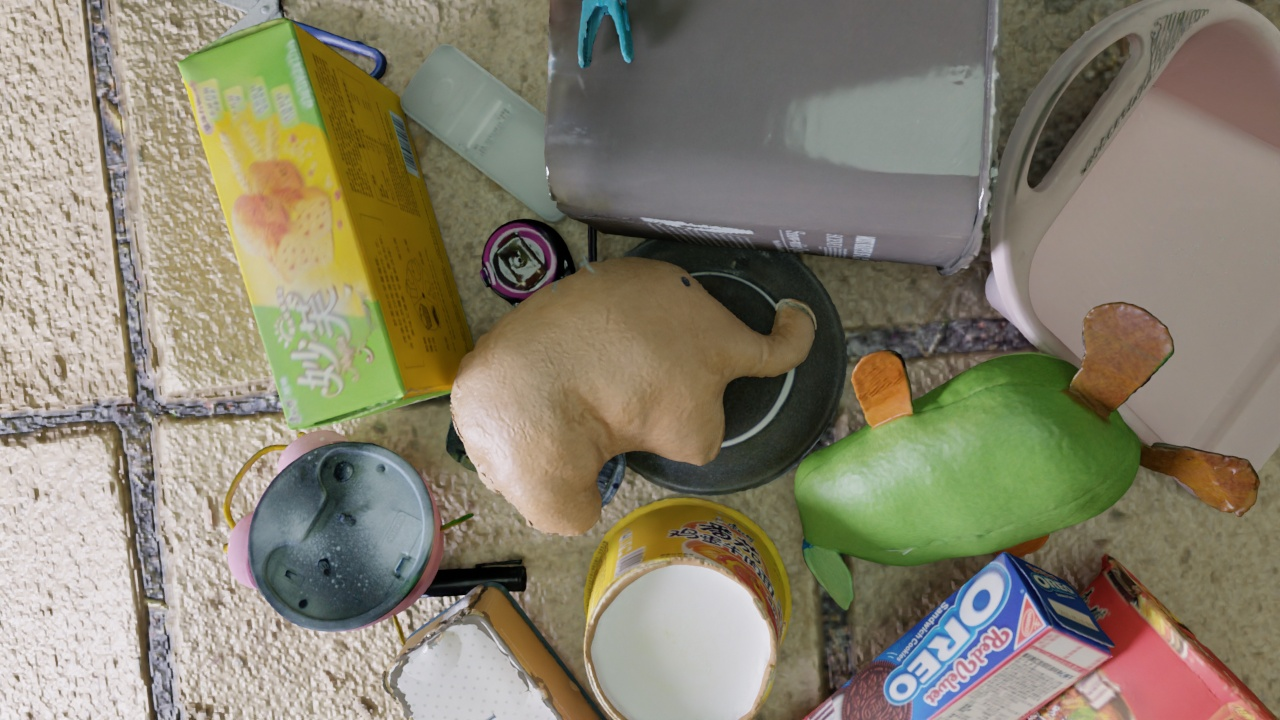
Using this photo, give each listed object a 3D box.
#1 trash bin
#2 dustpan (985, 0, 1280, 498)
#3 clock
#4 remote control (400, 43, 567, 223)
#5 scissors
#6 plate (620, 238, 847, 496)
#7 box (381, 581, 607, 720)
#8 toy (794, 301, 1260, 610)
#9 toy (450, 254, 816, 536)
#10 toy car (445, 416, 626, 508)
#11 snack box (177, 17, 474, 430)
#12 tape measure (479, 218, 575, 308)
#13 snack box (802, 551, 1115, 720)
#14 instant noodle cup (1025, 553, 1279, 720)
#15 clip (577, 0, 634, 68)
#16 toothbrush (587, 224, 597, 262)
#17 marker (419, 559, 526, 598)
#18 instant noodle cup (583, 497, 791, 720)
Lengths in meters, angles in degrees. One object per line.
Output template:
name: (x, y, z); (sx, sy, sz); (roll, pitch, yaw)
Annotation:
trash bin: (0.074, -0.149, 0.511); (0.220, 0.199, 0.198); (1, 90, 12)
dustpan: (0.316, -0.060, 0.509); (0.273, 0.138, 0.222); (32, 94, 5)
clock: (-0.200, 0.108, 0.593); (0.158, 0.060, 0.117); (24, 74, 11)
remote control: (-0.092, -0.150, 0.607); (0.136, 0.020, 0.056); (37, 96, 1)
scissors: (-0.242, -0.241, 0.625); (0.176, 0.012, 0.162); (34, 96, 5)
plate: (0.044, 0.000, 0.596); (0.179, 0.024, 0.179); (0, 91, 6)
box: (-0.078, 0.239, 0.592); (0.090, 0.059, 0.184); (-33, 97, 6)
toy: (0.189, 0.059, 0.518); (0.247, 0.089, 0.227); (-24, 126, 33)
toy: (-0.003, 0.003, 0.547); (0.226, 0.082, 0.143); (-30, 101, -2)
toy car: (-0.068, 0.058, 0.603); (0.120, 0.036, 0.054); (20, 93, 4)
snack box: (-0.174, -0.072, 0.549); (0.070, 0.157, 0.210); (-16, 90, 6)
tape measure: (-0.074, -0.063, 0.598); (0.057, 0.039, 0.058); (-40, 87, 6)
snack box: (0.168, 0.200, 0.534); (0.058, 0.057, 0.208); (28, 117, -25)
instant noodle cup: (0.283, 0.202, 0.527); (0.138, 0.137, 0.109); (44, 103, 3)
clip: (-0.017, -0.170, 0.441); (0.038, 0.013, 0.055); (0, 93, 18)
toothbrush: (-0.029, -0.110, 0.587); (0.016, 0.014, 0.189); (-2, 91, -16)
marker: (-0.143, 0.150, 0.622); (0.132, 0.020, 0.022); (-5, 87, 6)
instant noodle cup: (0.027, 0.160, 0.560); (0.138, 0.109, 0.138); (0, 92, 5)
